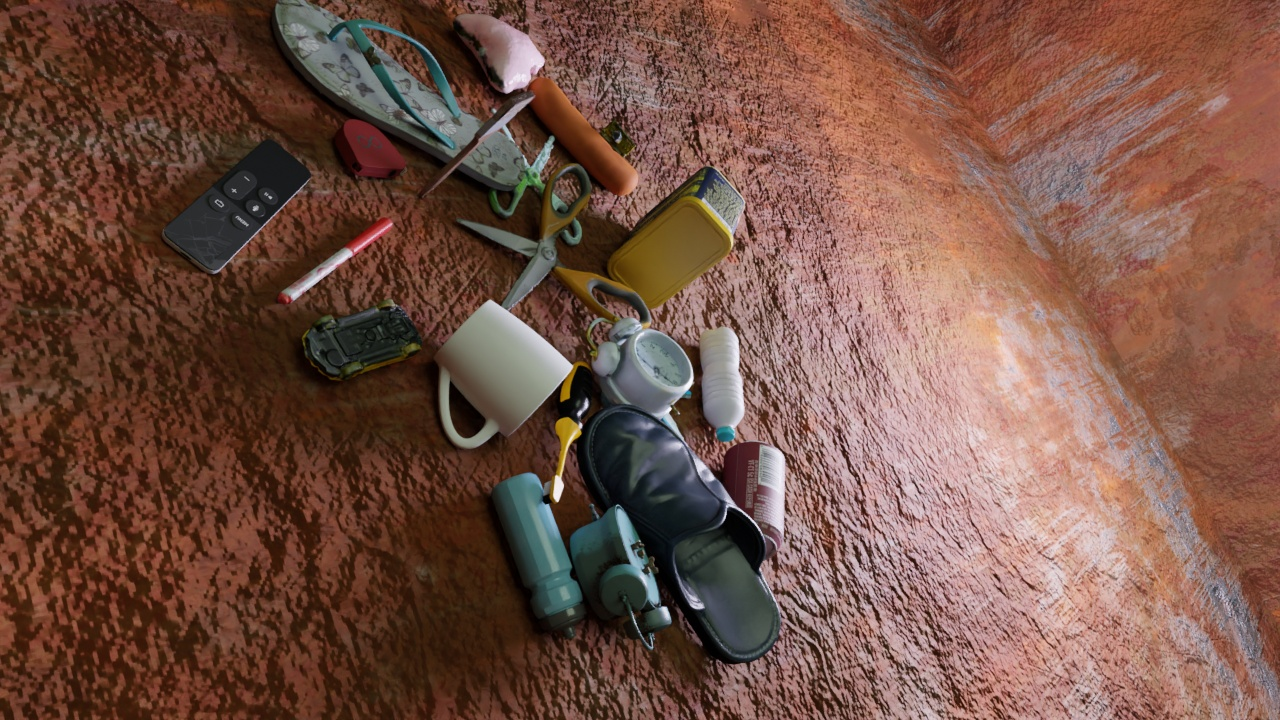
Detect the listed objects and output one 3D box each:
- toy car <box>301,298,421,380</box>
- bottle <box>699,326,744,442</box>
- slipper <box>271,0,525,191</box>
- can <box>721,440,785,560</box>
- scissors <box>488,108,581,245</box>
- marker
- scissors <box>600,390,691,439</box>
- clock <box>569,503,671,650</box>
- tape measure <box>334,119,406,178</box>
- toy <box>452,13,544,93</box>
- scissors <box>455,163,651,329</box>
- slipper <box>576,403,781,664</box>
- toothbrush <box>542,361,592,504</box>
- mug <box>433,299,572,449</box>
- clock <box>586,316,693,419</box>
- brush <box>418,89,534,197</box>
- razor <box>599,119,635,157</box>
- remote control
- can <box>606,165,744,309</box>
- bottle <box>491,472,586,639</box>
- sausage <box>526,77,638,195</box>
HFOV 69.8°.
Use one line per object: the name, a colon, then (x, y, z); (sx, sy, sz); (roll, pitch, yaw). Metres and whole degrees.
toy car: (-0.212, -0.014, 0.701); (0.106, 0.030, 0.049); (-23, 82, -56)
bottle: (0.088, 0.026, 0.996); (0.044, 0.044, 0.136); (28, 44, -32)
slipper: (-0.214, -0.249, 0.856); (0.268, 0.055, 0.098); (33, 44, -26)
can: (0.112, 0.139, 0.919); (0.063, 0.063, 0.113); (36, 41, -25)
scissors: (-0.111, -0.189, 0.968); (0.165, 0.024, 0.171); (37, 42, -15)
marker: (-0.242, -0.081, 0.735); (0.013, 0.013, 0.141); (47, 37, -11)
scissors: (0.003, 0.022, 0.932); (0.133, 0.011, 0.140); (5, 58, -43)
clock: (-0.015, 0.174, 0.726); (0.124, 0.053, 0.090); (-108, 172, -49)
tape measure: (-0.241, -0.186, 0.812); (0.058, 0.019, 0.051); (-12, 70, -59)
toy: (-0.150, -0.339, 1.005); (0.093, 0.050, 0.102); (-27, 81, -50)
scissors: (-0.077, -0.113, 0.917); (0.225, 0.016, 0.229); (25, 55, -27)
slipper: (0.051, 0.145, 0.810); (0.108, 0.084, 0.265); (-33, 89, -33)
toothbrush: (-0.062, 0.057, 0.790); (0.031, 0.031, 0.196); (56, 20, -25)
mug: (-0.125, 0.016, 0.749); (0.087, 0.081, 0.114); (44, 69, -6)
clock: (-0.005, 0.005, 0.882); (0.117, 0.057, 0.083); (39, 39, -7)
brush: (-0.150, -0.187, 0.808); (0.008, 0.143, 0.045); (50, 28, -9)
razor: (-0.027, -0.259, 1.066); (0.042, 0.026, 0.106); (51, 6, -9)
remote control: (-0.303, -0.120, 0.699); (0.045, 0.008, 0.146); (41, 39, -19)
can: (0.041, -0.135, 0.993); (0.075, 0.136, 0.104); (45, 35, -14)
bottle: (-0.077, 0.154, 0.715); (0.040, 0.040, 0.130); (-4, 66, -50)
sausage: (-0.067, -0.252, 1.040); (0.164, 0.039, 0.044); (45, 32, -14)
